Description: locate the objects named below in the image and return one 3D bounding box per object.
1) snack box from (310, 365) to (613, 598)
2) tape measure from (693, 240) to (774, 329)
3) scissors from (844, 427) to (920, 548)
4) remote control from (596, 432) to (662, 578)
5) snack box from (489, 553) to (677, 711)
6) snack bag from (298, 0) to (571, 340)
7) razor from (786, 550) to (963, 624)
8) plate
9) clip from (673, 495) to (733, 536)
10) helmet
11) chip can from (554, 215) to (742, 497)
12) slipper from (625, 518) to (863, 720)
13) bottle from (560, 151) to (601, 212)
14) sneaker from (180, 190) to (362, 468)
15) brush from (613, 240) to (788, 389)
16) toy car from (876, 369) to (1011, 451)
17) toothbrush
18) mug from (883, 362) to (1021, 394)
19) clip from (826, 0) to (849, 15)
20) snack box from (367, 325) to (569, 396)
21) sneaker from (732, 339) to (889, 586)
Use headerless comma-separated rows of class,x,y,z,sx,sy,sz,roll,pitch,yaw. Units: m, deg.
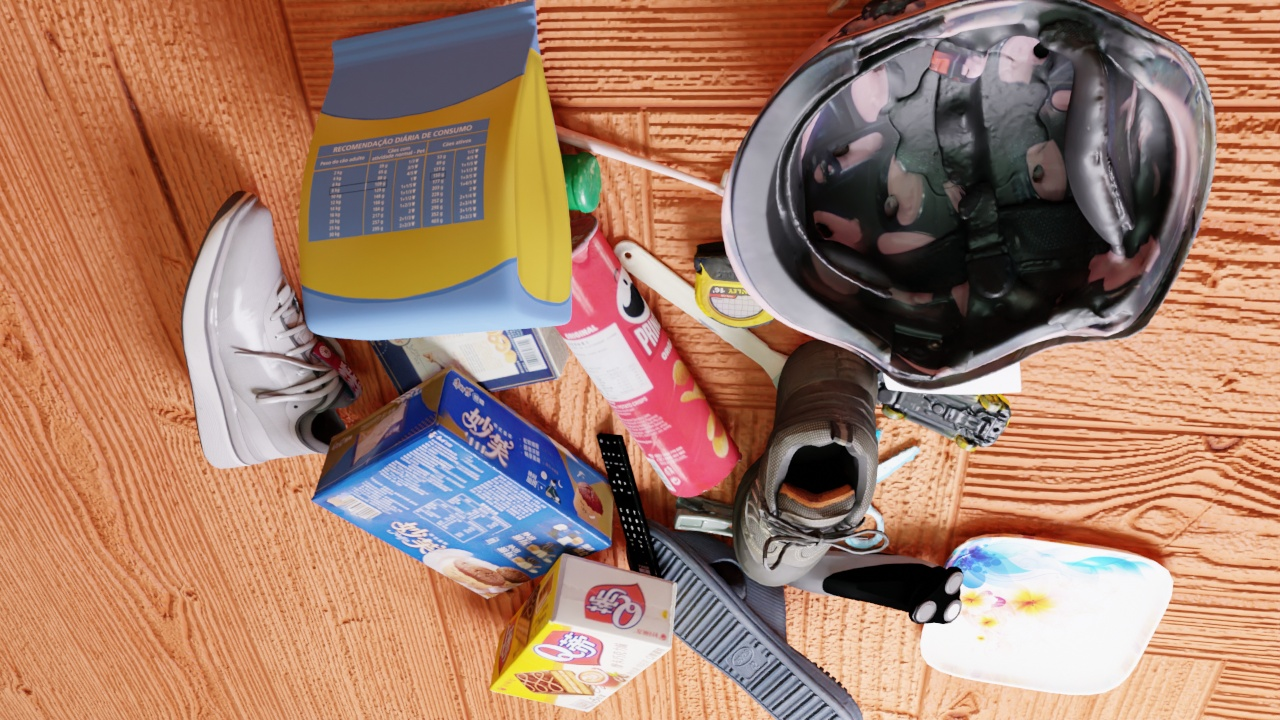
snack box,-0.145,0.113,0.784,0.155,0.069,0.202,-29,129,27
tape measure,0.073,-0.056,0.671,0.066,0.037,0.064,-3,122,14
scissors,0.172,0.103,0.776,0.114,0.013,0.141,12,128,6
remote control,-0.009,0.129,0.803,0.030,0.009,0.140,0,111,47
snack box,-0.060,0.260,0.855,0.110,0.061,0.231,17,143,-13
snack bag,-0.133,-0.121,0.599,0.159,0.102,0.205,-4,87,19
razor,0.199,0.194,0.808,0.156,0.060,0.057,9,118,30
plate,0.353,0.225,0.816,0.187,0.016,0.187,7,125,7
clip,0.066,0.143,0.806,0.078,0.049,0.023,19,127,6
helmet,0.177,-0.115,0.537,0.256,0.152,0.230,-15,126,20
chip can,-0.004,0.004,0.709,0.073,0.073,0.233,-22,118,24
slipper,0.099,0.234,0.832,0.263,0.082,0.101,42,134,10
bottle,-0.085,-0.126,0.651,0.111,0.043,0.043,3,124,16
sneaker,-0.295,-0.011,0.756,0.128,0.096,0.264,7,125,-7
brush,0.068,-0.024,0.711,0.217,0.012,0.033,36,124,-11
toy car,0.228,0.031,0.701,0.107,0.030,0.049,24,127,9
toothbrush,-0.008,-0.146,0.641,0.181,0.015,0.018,18,119,-1
mug,0.215,-0.032,0.642,0.088,0.080,0.114,-4,92,22
clip,0.145,-0.220,0.553,0.060,0.024,0.039,-36,110,26
snack box,-0.149,-0.040,0.727,0.145,0.042,0.144,-11,121,18
sneaker,0.132,0.116,0.695,0.101,0.142,0.238,8,126,0
